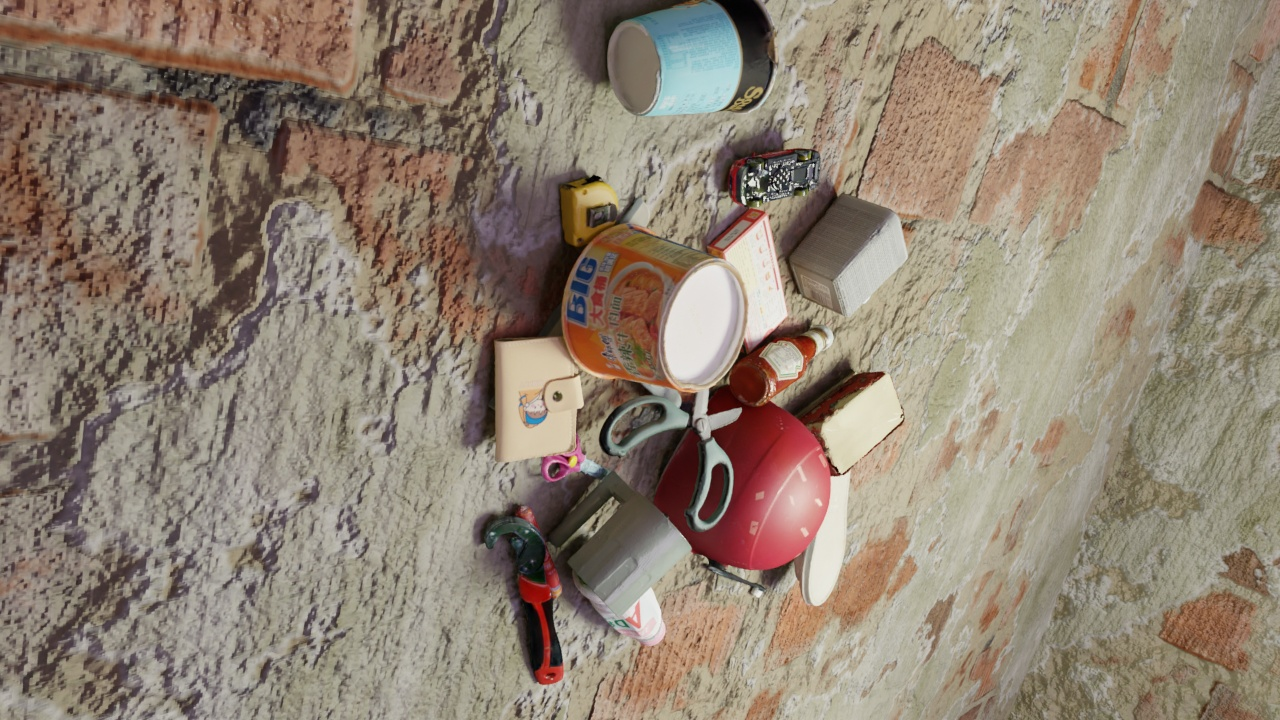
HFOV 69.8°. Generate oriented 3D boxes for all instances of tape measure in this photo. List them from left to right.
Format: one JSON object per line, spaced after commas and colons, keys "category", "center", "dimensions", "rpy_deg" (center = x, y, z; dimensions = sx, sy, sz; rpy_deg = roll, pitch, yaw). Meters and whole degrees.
{"category": "tape measure", "center": [-0.044, -0.135, 0.830], "dimensions": [0.057, 0.029, 0.060], "rpy_deg": [-26, 129, -37]}

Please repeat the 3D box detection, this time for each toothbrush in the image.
{"category": "toothbrush", "center": [0.134, 0.308, 1.285], "dimensions": [0.018, 0.015, 0.181], "rpy_deg": [-52, 141, 0]}

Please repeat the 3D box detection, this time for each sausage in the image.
{"category": "sausage", "center": [-0.104, 0.203, 0.960], "dimensions": [0.020, 0.020, 0.156], "rpy_deg": [-39, 135, -27]}

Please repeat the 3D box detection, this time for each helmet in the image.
{"category": "helmet", "center": [0.149, 0.161, 1.092], "dimensions": [0.240, 0.144, 0.206], "rpy_deg": [42, 78, -36]}

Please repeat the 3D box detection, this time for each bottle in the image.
{"category": "bottle", "center": [-0.016, 0.279, 1.066], "dimensions": [0.068, 0.068, 0.197], "rpy_deg": [-48, 142, -18]}
{"category": "bottle", "center": [0.179, -0.002, 1.115], "dimensions": [0.205, 0.060, 0.060], "rpy_deg": [-27, 130, -51]}

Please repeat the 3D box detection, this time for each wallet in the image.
{"category": "wallet", "center": [-0.093, 0.034, 0.848], "dimensions": [0.087, 0.024, 0.115], "rpy_deg": [-6, 104, -28]}

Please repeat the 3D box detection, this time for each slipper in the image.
{"category": "slipper", "center": [0.261, 0.225, 1.346], "dimensions": [0.114, 0.054, 0.274], "rpy_deg": [-5, 102, -50]}

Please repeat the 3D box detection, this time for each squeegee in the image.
{"category": "squeegee", "center": [-0.006, 0.006, 0.944], "dimensions": [0.246, 0.039, 0.246], "rpy_deg": [-55, 141, -10]}

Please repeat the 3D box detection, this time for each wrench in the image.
{"category": "wrench", "center": [-0.113, 0.262, 0.975], "dimensions": [0.056, 0.016, 0.274], "rpy_deg": [-14, 128, -8]}

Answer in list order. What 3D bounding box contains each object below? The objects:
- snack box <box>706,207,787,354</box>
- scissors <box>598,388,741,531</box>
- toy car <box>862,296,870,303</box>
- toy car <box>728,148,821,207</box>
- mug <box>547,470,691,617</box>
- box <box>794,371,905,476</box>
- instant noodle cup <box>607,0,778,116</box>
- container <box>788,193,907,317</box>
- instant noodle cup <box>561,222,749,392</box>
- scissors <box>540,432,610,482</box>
{"category": "snack box", "center": [0.124, -0.088, 1.043], "dimensions": [0.076, 0.027, 0.156], "rpy_deg": [-42, 137, -23]}
{"category": "scissors", "center": [0.034, 0.102, 0.968], "dimensions": [0.169, 0.019, 0.173], "rpy_deg": [-2, 96, -24]}
{"category": "toy car", "center": [0.285, -0.104, 1.207], "dimensions": [0.090, 0.034, 0.043], "rpy_deg": [32, 83, -52]}
{"category": "toy car", "center": [0.141, -0.199, 0.986], "dimensions": [0.120, 0.045, 0.053], "rpy_deg": [-18, 121, -34]}
{"category": "mug", "center": [-0.025, 0.189, 0.953], "dimensions": [0.103, 0.124, 0.084], "rpy_deg": [-44, 148, -11]}
{"category": "box", "center": [0.290, 0.083, 1.259], "dimensions": [0.167, 0.080, 0.091], "rpy_deg": [-33, 106, -33]}
{"category": "instant noodle cup", "center": [0.040, -0.263, 0.799], "dimensions": [0.120, 0.111, 0.111], "rpy_deg": [-20, 125, -31]}
{"category": "container", "center": [0.249, -0.125, 1.114], "dimensions": [0.114, 0.090, 0.090], "rpy_deg": [-47, 138, -15]}
{"category": "instant noodle cup", "center": [0.020, -0.042, 0.835], "dimensions": [0.151, 0.111, 0.151], "rpy_deg": [-20, 118, -42]}
{"category": "scissors", "center": [-0.058, 0.106, 0.963], "dimensions": [0.135, 0.017, 0.063], "rpy_deg": [28, 81, -55]}
